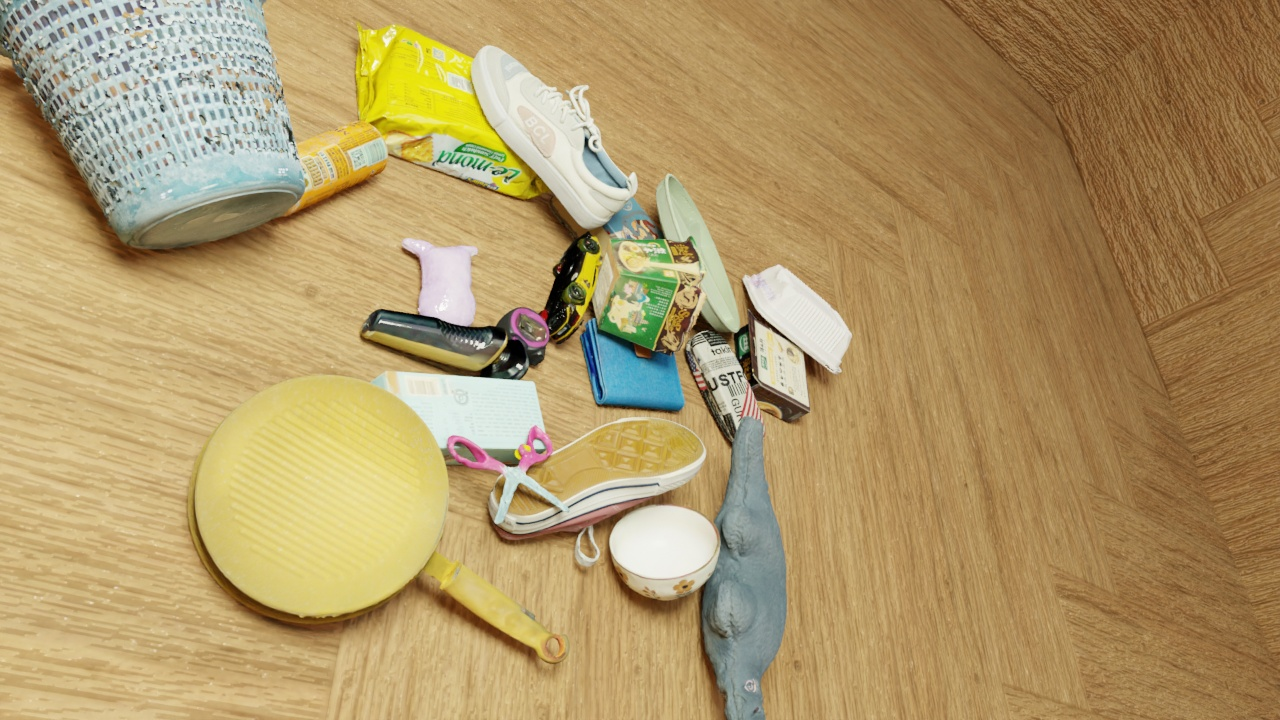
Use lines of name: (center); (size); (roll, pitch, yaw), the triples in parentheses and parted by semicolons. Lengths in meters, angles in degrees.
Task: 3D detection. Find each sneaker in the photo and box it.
sneaker: (-0.044, 0.131, 0.934); (0.240, 0.088, 0.118); (-17, 52, -29)
sneaker: (-0.095, -0.269, 1.053); (0.242, 0.091, 0.089); (51, 36, -10)

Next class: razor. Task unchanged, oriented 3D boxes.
razor: (-0.194, -0.014, 0.913); (0.167, 0.068, 0.062); (15, 25, -28)

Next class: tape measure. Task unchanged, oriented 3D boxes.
tape measure: (-0.127, -0.029, 0.998); (0.058, 0.039, 0.057); (29, 46, -28)

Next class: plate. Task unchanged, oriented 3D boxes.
plate: (0.076, -0.139, 1.228); (0.230, 0.027, 0.229); (56, 19, -32)

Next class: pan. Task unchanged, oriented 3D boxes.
pan: (-0.194, 0.156, 0.762); (0.357, 0.078, 0.197); (35, 61, -13)

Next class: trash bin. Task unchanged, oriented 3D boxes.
trash bin: (-0.382, -0.204, 0.749); (0.225, 0.227, 0.195); (-24, 94, -51)

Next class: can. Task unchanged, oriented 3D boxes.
can: (-0.316, -0.190, 0.905); (0.058, 0.058, 0.145); (51, 39, -6)

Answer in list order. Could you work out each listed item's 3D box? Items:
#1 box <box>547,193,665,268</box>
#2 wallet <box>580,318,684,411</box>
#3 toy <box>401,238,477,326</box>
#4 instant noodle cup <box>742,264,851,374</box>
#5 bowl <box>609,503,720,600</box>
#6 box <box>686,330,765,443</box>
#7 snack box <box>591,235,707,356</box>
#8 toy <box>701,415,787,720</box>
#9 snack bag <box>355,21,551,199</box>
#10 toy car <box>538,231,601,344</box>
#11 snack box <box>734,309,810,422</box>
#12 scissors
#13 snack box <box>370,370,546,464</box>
box: (-0.039, -0.172, 1.174); (0.184, 0.062, 0.089); (50, 38, -9)
wallet: (-0.007, 0.006, 1.100); (0.133, 0.040, 0.106); (9, 62, -43)
toy: (-0.205, -0.078, 0.956); (0.083, 0.039, 0.108); (5, 65, -30)
instant noodle cup: (0.237, -0.069, 1.345); (0.173, 0.060, 0.137); (35, 20, -22)
bowl: (0.026, 0.208, 0.952); (0.113, 0.113, 0.062); (-48, 141, -50)
box: (0.114, 0.035, 1.185); (0.164, 0.060, 0.072); (63, 23, 10)
snack box: (0.004, -0.083, 1.070); (0.105, 0.118, 0.117); (11, 34, -19)
toy: (0.112, 0.241, 0.985); (0.091, 0.138, 0.355); (2, 59, 6)
snack bag: (-0.216, -0.294, 1.075); (0.246, 0.068, 0.157); (13, 54, -39)
toy car: (-0.078, -0.088, 1.065); (0.041, 0.071, 0.155); (33, 43, -23)
snack box: (0.177, 0.009, 1.269); (0.125, 0.053, 0.113); (27, 46, -30)
scissors: (-0.118, 0.100, 0.844); (0.133, 0.017, 0.133); (35, 34, -14)
snack box: (-0.174, 0.058, 0.878); (0.174, 0.052, 0.074); (5, 63, -43)
